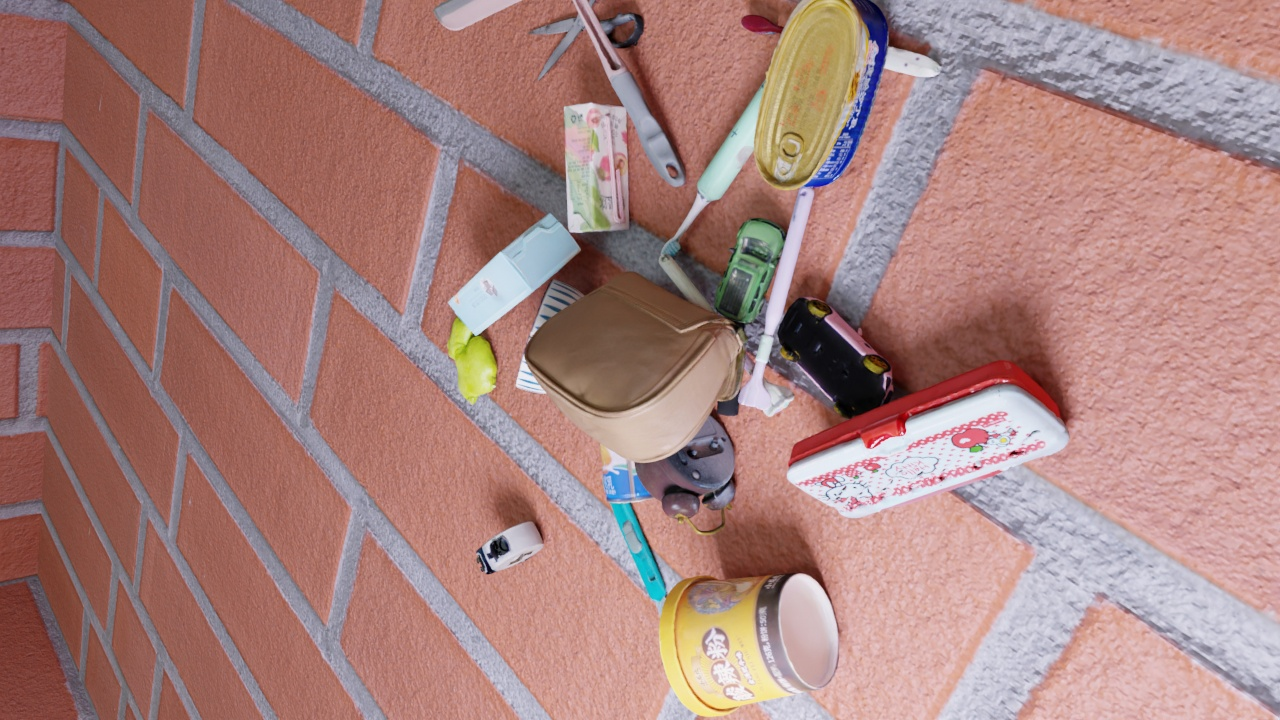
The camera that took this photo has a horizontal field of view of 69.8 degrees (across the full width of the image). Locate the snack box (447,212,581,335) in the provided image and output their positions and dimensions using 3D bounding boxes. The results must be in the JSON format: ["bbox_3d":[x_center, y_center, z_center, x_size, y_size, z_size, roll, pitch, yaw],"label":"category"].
[{"bbox_3d":[-0.135,-0.086,0.954,0.051,0.074,0.175,51,149,-8],"label":"snack box"}]

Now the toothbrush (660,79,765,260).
[{"bbox_3d":[0.076,-0.173,0.805,0.225,0.026,0.027,-54,48,34],"label":"toothbrush"}]

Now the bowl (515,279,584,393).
[{"bbox_3d":[-0.078,-0.018,0.932,0.066,0.116,0.117,20,115,-3],"label":"bowl"}]

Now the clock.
[{"bbox_3d":[0.043,0.099,0.831,0.055,0.081,0.122,-43,64,44],"label":"clock"}]

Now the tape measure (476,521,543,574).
[{"bbox_3d":[-0.144,0.211,1.039,0.066,0.065,0.033,-44,69,41],"label":"tape measure"}]

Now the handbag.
[{"bbox_3d":[-0.005,0.005,0.800,0.204,0.147,0.100,34,162,52],"label":"handbag"}]

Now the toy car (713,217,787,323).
[{"bbox_3d":[0.093,-0.076,0.781,0.043,0.036,0.091,23,101,15],"label":"toy car"}]

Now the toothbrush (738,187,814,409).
[{"bbox_3d":[0.116,-0.053,0.756,0.029,0.021,0.189,14,89,28],"label":"toothbrush"}]

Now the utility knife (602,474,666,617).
[{"bbox_3d":[-0.002,0.190,0.933,0.029,0.013,0.186,-40,68,40],"label":"utility knife"}]

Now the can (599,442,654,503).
[{"bbox_3d":[-0.015,0.070,0.903,0.053,0.053,0.134,-6,91,45],"label":"can"}]

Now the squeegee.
[{"bbox_3d":[-0.022,-0.271,0.854,0.247,0.040,0.249,-29,94,1],"label":"squeegee"}]

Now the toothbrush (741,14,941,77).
[{"bbox_3d":[0.155,-0.250,0.728,0.188,0.017,0.016,30,112,36],"label":"toothbrush"}]

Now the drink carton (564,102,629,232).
[{"bbox_3d":[-0.041,-0.187,0.900,0.046,0.053,0.122,4,98,44],"label":"drink carton"}]

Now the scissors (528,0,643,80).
[{"bbox_3d":[-0.055,-0.343,0.927,0.159,0.014,0.178,48,127,33],"label":"scissors"}]

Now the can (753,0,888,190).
[{"bbox_3d":[0.138,-0.205,0.706,0.075,0.049,0.148,32,120,35],"label":"can"}]

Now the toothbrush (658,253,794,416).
[{"bbox_3d":[0.069,-0.028,0.807,0.029,0.020,0.189,-39,63,5],"label":"toothbrush"}]

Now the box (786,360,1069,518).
[{"bbox_3d":[0.204,0.067,0.675,0.202,0.086,0.046,-30,33,42],"label":"box"}]

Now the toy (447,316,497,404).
[{"bbox_3d":[-0.202,-0.004,1.095,0.100,0.031,0.097,42,120,34],"label":"toy"}]

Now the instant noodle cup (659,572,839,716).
[{"bbox_3d":[0.096,0.235,0.777,0.115,0.118,0.118,-21,80,36],"label":"instant noodle cup"}]

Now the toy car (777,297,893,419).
[{"bbox_3d":[0.157,-0.002,0.734,0.122,0.037,0.056,52,129,37],"label":"toy car"}]

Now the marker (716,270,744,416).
[{"bbox_3d":[0.081,-0.015,0.822,0.022,0.020,0.132,6,100,17],"label":"marker"}]
